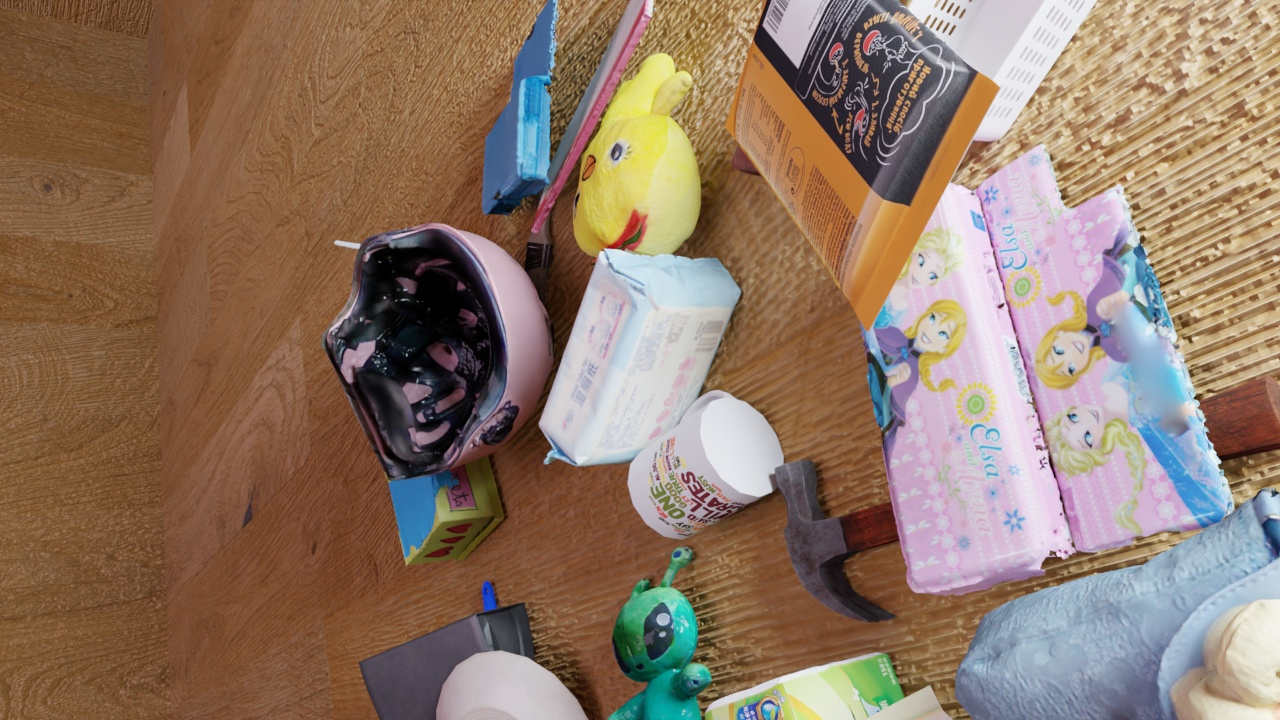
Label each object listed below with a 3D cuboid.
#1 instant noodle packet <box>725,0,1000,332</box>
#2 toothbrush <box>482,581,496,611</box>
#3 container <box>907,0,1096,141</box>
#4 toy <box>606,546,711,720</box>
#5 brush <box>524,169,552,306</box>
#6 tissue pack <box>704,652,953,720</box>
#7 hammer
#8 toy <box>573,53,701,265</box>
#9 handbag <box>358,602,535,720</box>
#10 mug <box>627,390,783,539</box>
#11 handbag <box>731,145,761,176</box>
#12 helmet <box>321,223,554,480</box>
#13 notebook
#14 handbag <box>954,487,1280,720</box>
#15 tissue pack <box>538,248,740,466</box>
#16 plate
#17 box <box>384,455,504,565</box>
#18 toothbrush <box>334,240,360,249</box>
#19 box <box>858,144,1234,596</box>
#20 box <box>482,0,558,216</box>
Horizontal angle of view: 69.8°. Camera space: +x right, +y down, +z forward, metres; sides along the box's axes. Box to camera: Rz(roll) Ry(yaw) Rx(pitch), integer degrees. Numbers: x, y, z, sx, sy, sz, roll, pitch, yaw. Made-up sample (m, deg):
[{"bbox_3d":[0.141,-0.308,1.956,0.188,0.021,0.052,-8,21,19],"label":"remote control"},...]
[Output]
[{"bbox_3d":[0.115,-0.150,0.553,0.160,0.032,0.220,107,149,-43],"label":"instant noodle packet"},{"bbox_3d":[-0.147,0.319,0.945,0.016,0.018,0.182,-23,68,27],"label":"toothbrush"},{"bbox_3d":[0.195,-0.184,0.513,0.080,0.049,0.129,55,128,39],"label":"container"},{"bbox_3d":[0.022,0.244,0.698,0.131,0.072,0.193,-42,47,40],"label":"toy"},{"bbox_3d":[-0.101,-0.115,0.921,0.039,0.012,0.151,17,101,51],"label":"brush"},{"bbox_3d":[0.139,0.264,0.509,0.142,0.120,0.197,-40,64,42],"label":"tissue pack"},{"bbox_3d":[0.196,0.075,0.512,0.302,0.028,0.111,-31,63,47],"label":"hammer"},{"bbox_3d":[-0.002,-0.159,0.742,0.134,0.092,0.207,-34,50,48],"label":"toy"},{"bbox_3d":[-0.174,0.366,0.909,0.176,0.072,0.195,-28,72,29],"label":"handbag"},{"bbox_3d":[0.048,0.068,0.676,0.090,0.073,0.105,-40,32,43],"label":"mug"},{"bbox_3d":[0.103,-0.192,0.657,0.055,0.029,0.119,24,101,53],"label":"handbag"},{"bbox_3d":[-0.177,-0.011,0.892,0.230,0.152,0.256,52,124,26],"label":"helmet"},{"bbox_3d":[-0.039,-0.226,0.792,0.209,0.012,0.152,-57,16,32],"label":"notebook"},{"bbox_3d":[0.228,0.140,0.381,0.122,0.118,0.192,53,131,2],"label":"handbag"},{"bbox_3d":[-0.004,0.004,0.705,0.070,0.111,0.182,40,118,36],"label":"tissue pack"},{"bbox_3d":[-0.121,0.361,0.838,0.189,0.027,0.189,4,98,28],"label":"plate"},{"bbox_3d":[-0.231,0.105,1.022,0.125,0.080,0.220,-50,53,42],"label":"box"},{"bbox_3d":[-0.223,-0.103,0.940,0.010,0.181,0.010,-44,49,45],"label":"toothbrush"},{"bbox_3d":[0.194,-0.004,0.488,0.160,0.035,0.230,-30,54,43],"label":"box"},{"bbox_3d":[-0.118,-0.237,0.877,0.232,0.033,0.174,180,93,-73],"label":"box"}]
